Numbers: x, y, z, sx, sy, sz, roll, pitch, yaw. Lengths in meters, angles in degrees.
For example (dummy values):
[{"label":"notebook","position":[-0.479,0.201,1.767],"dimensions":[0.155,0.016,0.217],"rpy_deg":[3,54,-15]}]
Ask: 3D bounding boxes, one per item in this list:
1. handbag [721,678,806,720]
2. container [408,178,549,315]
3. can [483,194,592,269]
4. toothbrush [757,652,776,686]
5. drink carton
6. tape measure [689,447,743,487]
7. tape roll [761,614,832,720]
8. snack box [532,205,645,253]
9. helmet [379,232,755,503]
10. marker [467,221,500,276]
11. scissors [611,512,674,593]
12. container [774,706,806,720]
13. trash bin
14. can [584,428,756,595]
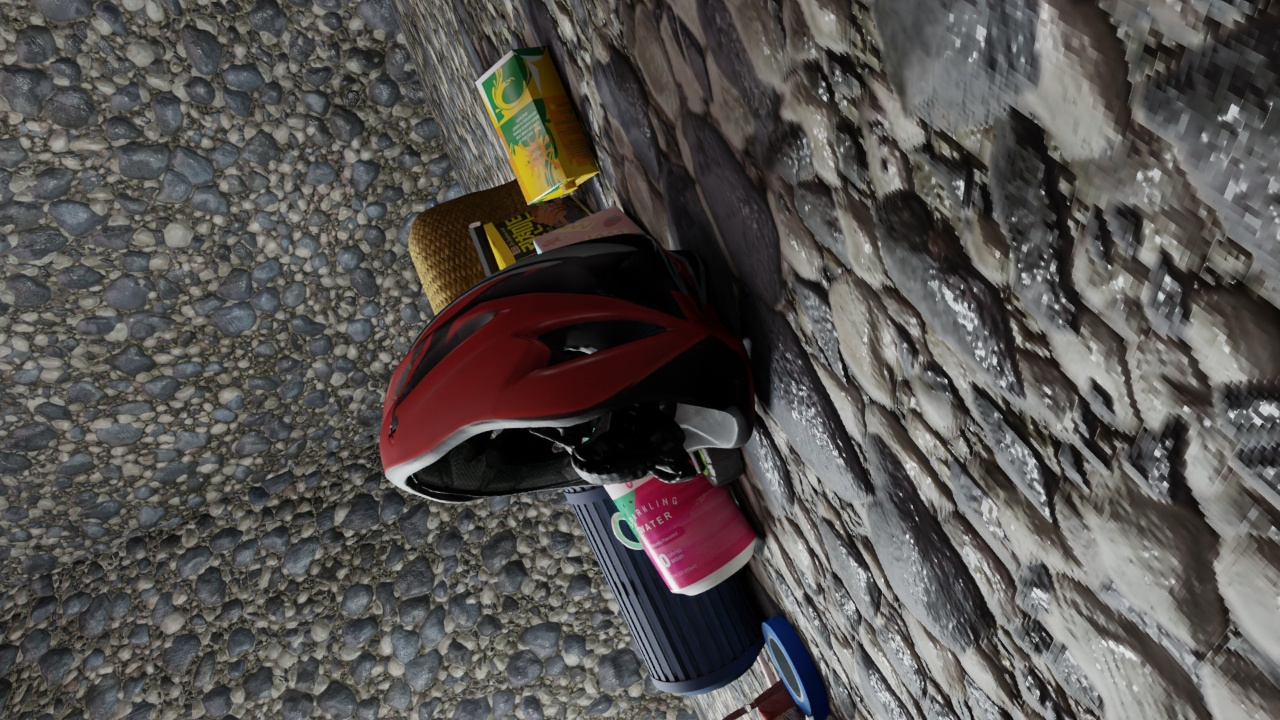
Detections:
[{"label":"handbag","position":[0.106,0.364,0.917],"dimensions":[0.029,0.119,0.055],"rpy_deg":[-129,18,-61]},{"label":"container","position":[-0.189,-0.090,1.261],"dimensions":[0.307,0.196,0.307],"rpy_deg":[158,91,-81]},{"label":"can","position":[-0.090,-0.107,0.920],"dimensions":[0.130,0.101,0.072],"rpy_deg":[-128,17,-59]},{"label":"toothbrush","position":[0.145,0.350,0.993],"dimensions":[0.018,0.015,0.181],"rpy_deg":[106,141,-68]},{"label":"drink carton","position":[-0.088,-0.198,0.788],"dimensions":[0.058,0.041,0.122],"rpy_deg":[-20,93,46]},{"label":"tape measure","position":[0.054,0.069,0.736],"dimensions":[0.059,0.036,0.065],"rpy_deg":[126,121,-80]},{"label":"tape roll","position":[0.139,0.275,0.830],"dimensions":[0.093,0.016,0.091],"rpy_deg":[-135,23,-66]},{"label":"snack box","position":[-0.026,-0.058,0.741],"dimensions":[0.094,0.079,0.093],"rpy_deg":[51,162,54]},{"label":"helmet","position":[-0.056,0.022,0.615],"dimensions":[0.217,0.273,0.166],"rpy_deg":[13,-121,-49]},{"label":"marker","position":[-0.143,-0.079,0.908],"dimensions":[0.021,0.017,0.124],"rpy_deg":[-130,20,-60]},{"label":"scissors","position":[0.035,0.148,0.838],"dimensions":[0.011,0.128,0.125],"rpy_deg":[138,140,-77]},{"label":"container","position":[0.138,0.432,0.873],"dimensions":[0.114,0.112,0.199],"rpy_deg":[48,162,35]},{"label":"trash bin","position":[0.025,0.200,0.922],"dimensions":[0.249,0.139,0.139],"rpy_deg":[66,171,-7]},{"label":"can","position":[0.024,0.113,0.789],"dimensions":[0.166,0.088,0.088],"rpy_deg":[57,171,2]}]
